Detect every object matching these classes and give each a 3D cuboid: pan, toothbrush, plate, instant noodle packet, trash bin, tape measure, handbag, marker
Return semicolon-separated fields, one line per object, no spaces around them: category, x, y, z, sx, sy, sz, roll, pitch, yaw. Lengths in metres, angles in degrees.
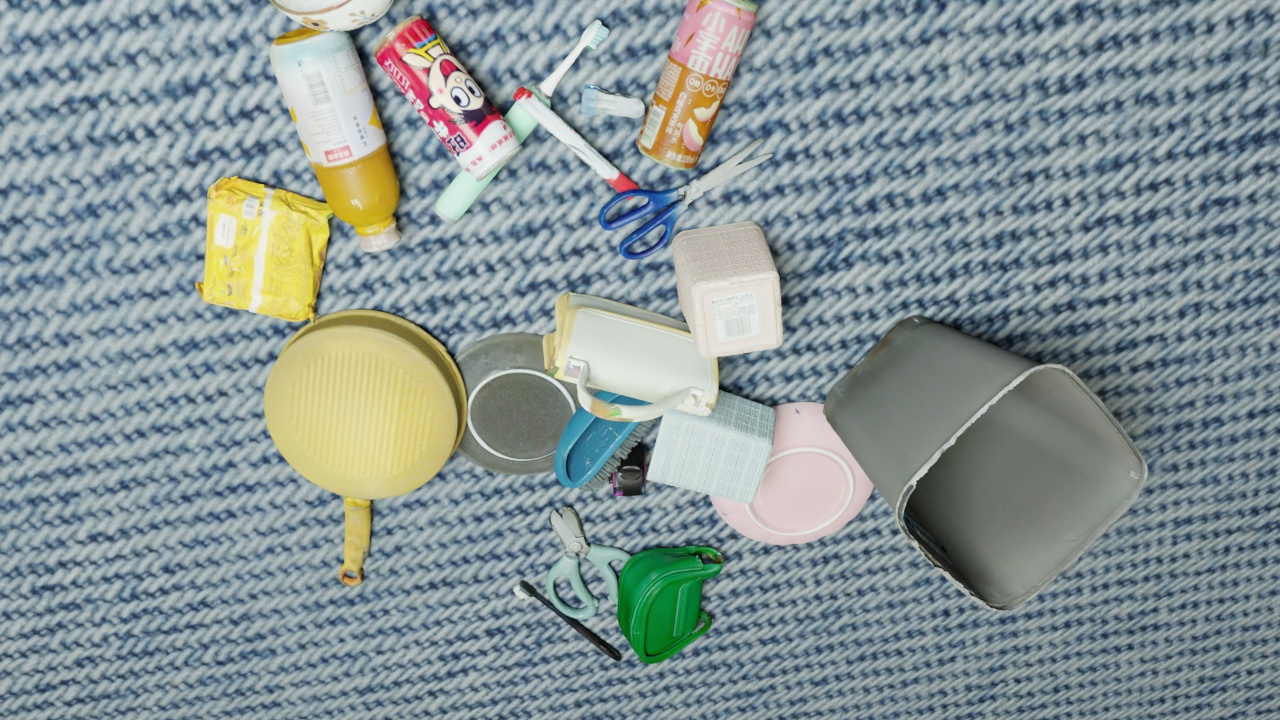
pan;-0.293;0.112;0.963;0.197;0.078;0.358;13;112;-4
toothbrush;-0.107;-0.208;0.805;0.225;0.026;0.027;-46;138;19
plate;-0.124;0.053;0.956;0.179;0.024;0.180;-2;120;-4
instant noodle packet;-0.340;-0.101;0.837;0.110;0.044;0.129;12;122;-19
trash bin;0.305;0.080;0.880;0.199;0.219;0.199;-46;115;5
tape measure;-0.015;0.117;0.981;0.039;0.057;0.058;-2;130;-4
plate;0.172;0.136;1.019;0.192;0.039;0.193;-2;120;-4
handbag;0.036;0.280;1.067;0.120;0.068;0.131;-10;121;-23
handbag;-0.005;0.005;0.849;0.163;0.178;0.063;15;114;-13
marker;-0.055;-0.189;0.807;0.017;0.017;0.145;-41;128;17
toothbrush;-0.086;0.321;1.118;0.018;0.015;0.181;-38;116;23

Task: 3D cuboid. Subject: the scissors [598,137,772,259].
scissors;0.037;-0.158;0.843;0.132;0.012;0.173;18;123;-34

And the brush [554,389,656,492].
brush;-0.039;0.070;0.935;0.144;0.055;0.073;-49;136;8

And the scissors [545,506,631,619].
scissors;-0.052;0.230;1.068;0.143;0.019;0.180;-9;119;1

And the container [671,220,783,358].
container;0.083;-0.064;0.854;0.090;0.110;0.090;-9;120;0

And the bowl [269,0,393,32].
bowl;-0.229;-0.301;0.710;0.113;0.113;0.062;-24;162;9

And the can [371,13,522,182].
can;-0.159;-0.216;0.763;0.053;0.053;0.133;-35;103;15

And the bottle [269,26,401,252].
bottle;-0.251;-0.185;0.782;0.068;0.068;0.190;-12;120;2

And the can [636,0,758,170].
can;0.047;-0.239;0.781;0.058;0.057;0.148;16;117;-14

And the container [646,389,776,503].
container;0.074;0.082;0.934;0.111;0.090;0.090;15;117;5

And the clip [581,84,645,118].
clip;-0.024;-0.225;0.806;0.057;0.032;0.025;8;117;-5
